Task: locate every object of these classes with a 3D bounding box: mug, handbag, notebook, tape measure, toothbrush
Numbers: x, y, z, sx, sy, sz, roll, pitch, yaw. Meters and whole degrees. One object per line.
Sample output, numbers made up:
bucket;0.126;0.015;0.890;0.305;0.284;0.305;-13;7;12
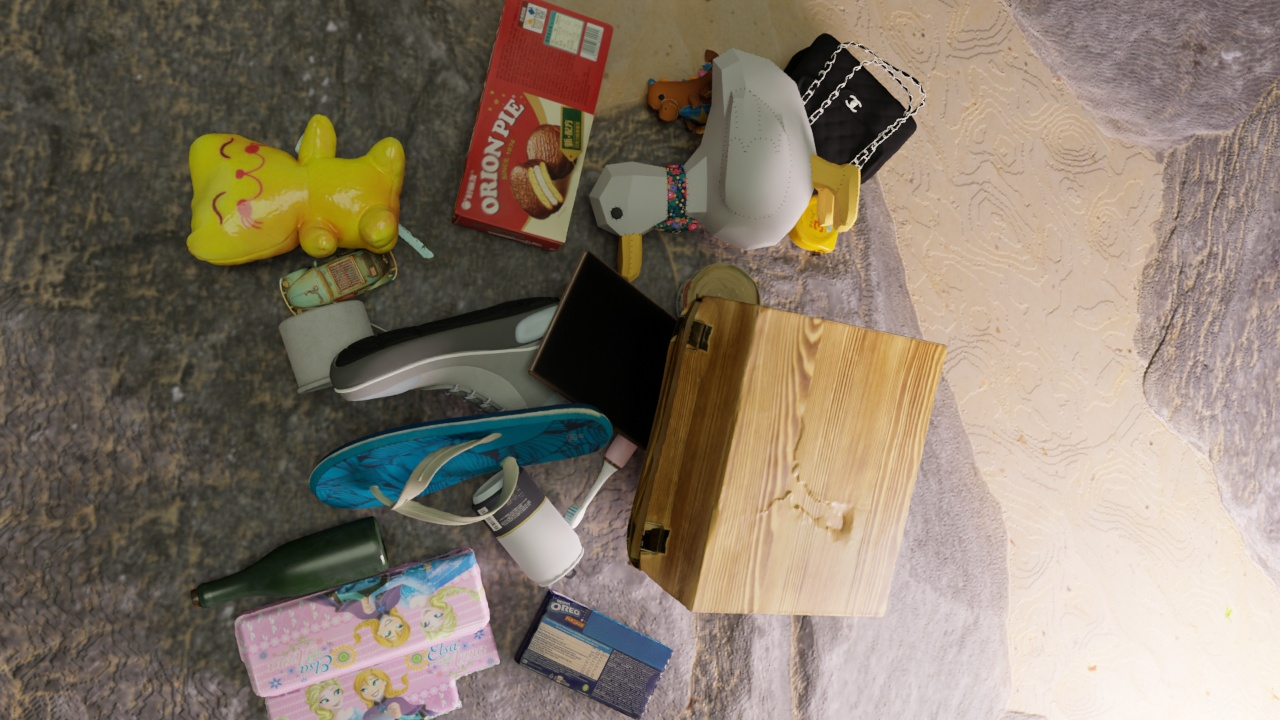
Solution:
mug;-0.281;-0.016;0.876;0.113;0.085;0.070;-19;92;-45
handbag;0.220;-0.267;1.006;0.153;0.115;0.125;41;79;-15
notebook;-0.005;0.005;0.926;0.209;0.008;0.141;36;64;-30
tape measure;0.194;-0.155;1.038;0.059;0.030;0.068;10;83;-16
toothbrush;-0.013;0.082;0.973;0.222;0.026;0.027;-55;146;-11

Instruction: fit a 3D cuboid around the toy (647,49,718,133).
toy;0.052;-0.301;1.000;0.090;0.071;0.102;2;65;-4

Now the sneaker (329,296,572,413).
sneaker;-0.160;0.036;0.870;0.255;0.093;0.160;-21;106;-42

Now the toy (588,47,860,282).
toy;0.086;-0.191;0.946;0.267;0.140;0.247;7;103;-4

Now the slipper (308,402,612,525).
slipper;-0.168;0.101;0.841;0.295;0.118;0.060;-13;53;6

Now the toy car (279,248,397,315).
toy car;-0.290;-0.081;0.886;0.111;0.047;0.047;-27;99;-15

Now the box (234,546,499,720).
box;-0.257;0.290;0.895;0.230;0.035;0.159;-14;93;-15

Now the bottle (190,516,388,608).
bottle;-0.330;0.197;0.864;0.174;0.055;0.055;-15;93;-15

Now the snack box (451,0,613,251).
snack box;-0.110;-0.240;0.936;0.113;0.060;0.236;13;85;-16

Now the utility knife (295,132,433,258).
utility knife;-0.271;-0.161;0.912;0.169;0.015;0.022;41;84;-14

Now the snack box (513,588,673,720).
snack box;-0.047;0.307;0.958;0.150;0.027;0.082;31;79;-14

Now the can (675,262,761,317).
can;0.084;-0.061;0.997;0.086;0.043;0.086;1;88;-16

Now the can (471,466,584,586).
can;-0.110;0.171;0.923;0.064;0.064;0.127;-39;99;-14

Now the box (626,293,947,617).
box;0.124;0.089;0.893;0.247;0.176;0.279;9;97;-29

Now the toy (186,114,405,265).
toy;-0.316;-0.153;0.855;0.193;0.087;0.134;-4;76;-8
